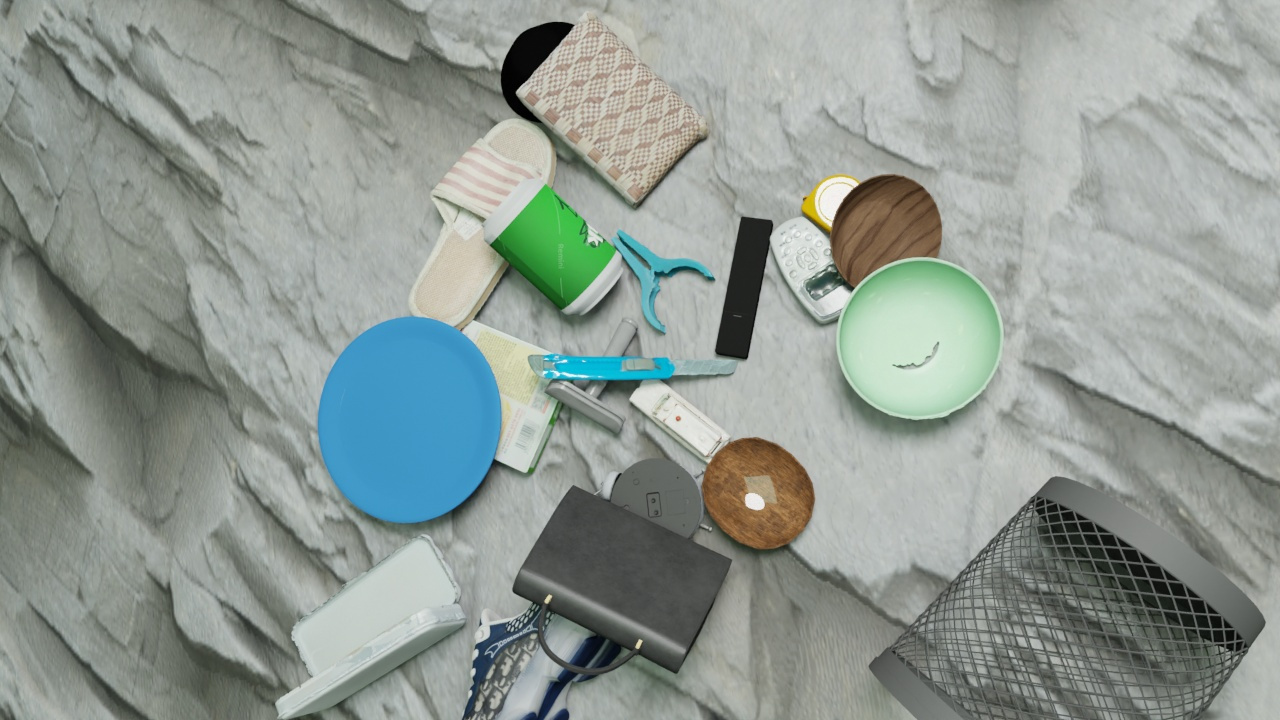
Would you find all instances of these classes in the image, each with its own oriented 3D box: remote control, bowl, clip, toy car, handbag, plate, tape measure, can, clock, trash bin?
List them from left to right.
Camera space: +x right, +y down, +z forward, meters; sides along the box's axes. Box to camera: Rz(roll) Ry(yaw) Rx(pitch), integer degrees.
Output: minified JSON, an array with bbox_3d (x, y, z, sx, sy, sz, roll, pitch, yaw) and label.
[{"bbox_3d":[-0.251,0.064,1.007,0.225,0.024,0.224,-2,84,17],"label":"plate"},{"bbox_3d":[-0.111,-0.340,1.043,0.124,0.052,0.124,-2,81,14],"label":"bowl"},{"bbox_3d":[-0.092,-0.119,0.965,0.140,0.087,0.088,42,94,-13],"label":"can"},{"bbox_3d":[-0.029,0.221,0.838,0.176,0.195,0.072,24,114,9],"label":"handbag"},{"bbox_3d":[-0.029,-0.272,1.001,0.186,0.047,0.124,43,93,-2],"label":"handbag"},{"bbox_3d":[0.008,0.151,0.950,0.123,0.035,0.094,-9,80,14],"label":"clock"},{"bbox_3d":[0.017,-0.078,0.988,0.122,0.033,0.120,11,89,16],"label":"clip"},{"bbox_3d":[0.039,0.059,0.953,0.113,0.039,0.039,38,93,16],"label":"toy car"},{"bbox_3d":[0.109,-0.077,0.968,0.034,0.013,0.150,10,84,16],"label":"remote control"},{"bbox_3d":[0.119,0.134,0.927,0.114,0.026,0.102,42,88,15],"label":"bowl"},{"bbox_3d":[0.178,-0.094,0.945,0.060,0.028,0.114,-31,76,9],"label":"remote control"},{"bbox_3d":[0.204,-0.161,0.946,0.068,0.030,0.059,39,94,10],"label":"tape measure"},{"bbox_3d":[0.239,-0.125,0.916,0.119,0.032,0.119,-2,101,-12],"label":"bowl"},{"bbox_3d":[0.262,-0.021,0.881,0.151,0.077,0.151,0,91,8],"label":"bowl"},{"bbox_3d":[0.349,0.243,0.760,0.218,0.218,0.227,40,89,16],"label":"trash bin"}]

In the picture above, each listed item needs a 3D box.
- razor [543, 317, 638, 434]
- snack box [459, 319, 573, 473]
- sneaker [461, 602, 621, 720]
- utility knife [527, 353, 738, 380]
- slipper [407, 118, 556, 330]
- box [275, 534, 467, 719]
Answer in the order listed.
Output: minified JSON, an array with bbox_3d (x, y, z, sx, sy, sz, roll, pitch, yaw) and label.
[{"bbox_3d":[-0.036,0.006,0.976,0.088,0.047,0.116,31,74,-10],"label":"razor"},{"bbox_3d":[-0.167,0.033,1.017,0.168,0.027,0.132,22,87,17],"label":"snack box"},{"bbox_3d":[-0.132,0.318,0.943,0.132,0.103,0.269,39,93,31],"label":"sneaker"},{"bbox_3d":[-0.006,0.006,0.947,0.220,0.015,0.031,0,65,-10],"label":"utility knife"},{"bbox_3d":[-0.184,-0.157,1.027,0.115,0.052,0.262,23,82,15],"label":"slipper"},{"bbox_3d":[-0.300,0.288,0.975,0.210,0.105,0.129,-38,71,6],"label":"box"}]
